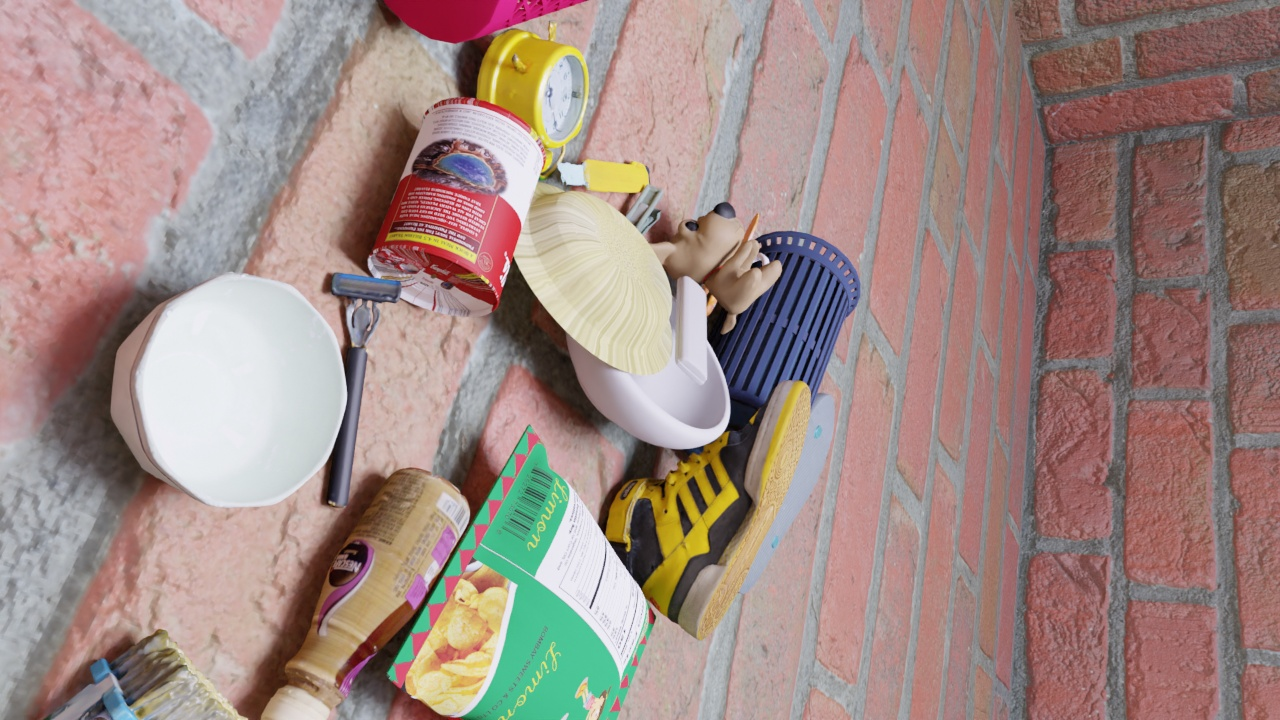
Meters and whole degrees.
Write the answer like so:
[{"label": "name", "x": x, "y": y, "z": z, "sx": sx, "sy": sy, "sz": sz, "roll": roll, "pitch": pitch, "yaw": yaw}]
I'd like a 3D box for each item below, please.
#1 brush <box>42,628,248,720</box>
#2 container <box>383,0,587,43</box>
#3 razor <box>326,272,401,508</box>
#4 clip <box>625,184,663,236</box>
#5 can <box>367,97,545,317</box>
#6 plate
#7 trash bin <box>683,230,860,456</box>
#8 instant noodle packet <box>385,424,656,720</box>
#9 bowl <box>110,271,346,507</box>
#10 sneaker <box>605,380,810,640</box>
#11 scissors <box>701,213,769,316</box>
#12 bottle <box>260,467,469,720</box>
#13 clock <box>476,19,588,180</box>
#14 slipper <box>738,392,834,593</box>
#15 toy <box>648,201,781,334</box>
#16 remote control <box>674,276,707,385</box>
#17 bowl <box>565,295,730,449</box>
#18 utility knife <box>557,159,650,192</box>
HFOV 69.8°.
[{"label": "brush", "x": -0.227, "y": 0.206, "z": 0.453, "sx": 0.075, "sy": 0.055, "sz": 0.136, "roll": -39, "pitch": 124, "yaw": -25}, {"label": "container", "x": -0.072, "y": -0.317, "z": 0.628, "sx": 0.225, "sy": 0.183, "sz": 0.183, "roll": -46, "pitch": 126, "yaw": -40}, {"label": "razor", "x": -0.179, "y": 0.019, "z": 0.569, "sx": 0.042, "sy": 0.022, "sz": 0.144, "roll": 8, "pitch": 85, "yaw": -15}, {"label": "clip", "x": -0.001, "y": -0.135, "z": 0.843, "sx": 0.078, "sy": 0.023, "sz": 0.051, "roll": -50, "pitch": 157, "yaw": -53}, {"label": "can", "x": -0.119, "y": -0.100, "z": 0.606, "sx": 0.086, "sy": 0.087, "sz": 0.116, "roll": 43, "pitch": 54, "yaw": -49}, {"label": "plate", "x": -0.024, "y": -0.077, "z": 0.719, "sx": 0.184, "sy": 0.036, "sz": 0.184, "roll": 38, "pitch": 31, "yaw": -28}, {"label": "trash bin", "x": 0.129, "y": -0.003, "z": 0.952, "sx": 0.139, "sy": 0.139, "sz": 0.248, "roll": 61, "pitch": 43, "yaw": -36}, {"label": "instant noodle packet", "x": -0.067, "y": 0.204, "z": 0.668, "sx": 0.253, "sy": 0.090, "sz": 0.195, "roll": 63, "pitch": 40, "yaw": -37}, {"label": "bowl", "x": -0.216, "y": 0.015, "z": 0.469, "sx": 0.117, "sy": 0.061, "sz": 0.117, "roll": 3, "pitch": 86, "yaw": -57}, {"label": "sneaker", "x": 0.056, "y": 0.112, "z": 0.814, "sx": 0.238, "sy": 0.122, "sz": 0.086, "roll": -65, "pitch": 155, "yaw": -2}, {"label": "scissors", "x": 0.099, "y": -0.100, "z": 0.949, "sx": 0.011, "sy": 0.128, "sz": 0.125, "roll": 32, "pitch": 79, "yaw": -31}, {"label": "bottle", "x": -0.164, "y": 0.144, "z": 0.547, "sx": 0.060, "sy": 0.060, "sz": 0.165, "roll": 60, "pitch": 42, "yaw": -37}, {"label": "clock", "x": -0.079, "y": -0.193, "z": 0.695, "sx": 0.083, "sy": 0.057, "sz": 0.119, "roll": -57, "pitch": 155, "yaw": -34}, {"label": "slipper", "x": 0.158, "y": 0.152, "z": 1.081, "sx": 0.268, "sy": 0.055, "sz": 0.098, "roll": -58, "pitch": 138, "yaw": -26}, {"label": "toy", "x": 0.071, "y": -0.095, "z": 0.882, "sx": 0.133, "sy": 0.108, "sz": 0.106, "roll": -25, "pitch": 154, "yaw": -56}, {"label": "remote control", "x": 0.046, "y": -0.030, "z": 0.802, "sx": 0.033, "sy": 0.012, "sz": 0.130, "roll": 41, "pitch": 29, "yaw": -24}, {"label": "bowl", "x": -0.005, "y": 0.005, "z": 0.774, "sx": 0.176, "sy": 0.066, "sz": 0.176, "roll": 38, "pitch": 31, "yaw": -28}, {"label": "utility knife", "x": -0.027, "y": -0.162, "z": 0.799, "sx": 0.190, "sy": 0.018, "sz": 0.030, "roll": -24, "pitch": 103, "yaw": -69}]
